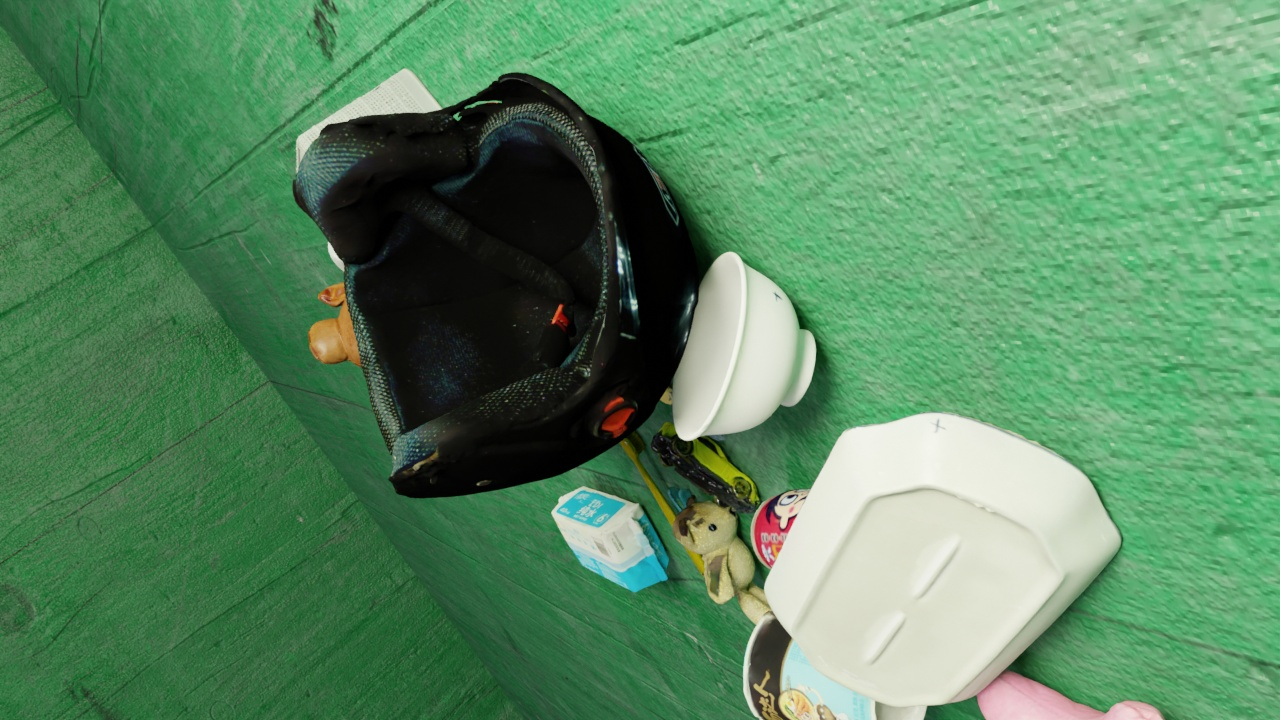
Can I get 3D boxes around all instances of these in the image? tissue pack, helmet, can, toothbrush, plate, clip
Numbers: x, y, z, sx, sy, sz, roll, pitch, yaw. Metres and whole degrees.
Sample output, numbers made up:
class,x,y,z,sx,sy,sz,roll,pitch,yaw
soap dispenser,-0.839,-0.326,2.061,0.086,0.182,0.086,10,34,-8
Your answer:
class,x,y,z,sx,sy,sz,roll,pitch,yaw
tissue pack,-0.032,0.195,1.022,0.140,0.063,0.090,7,130,54
helmet,-0.075,-0.043,0.580,0.276,0.229,0.233,-37,68,35
can,0.129,0.125,0.659,0.066,0.066,0.094,54,155,-8
toothbrush,0.030,0.146,0.911,0.016,0.016,0.190,7,133,54
plate,0.165,0.138,0.554,0.162,0.034,0.266,24,136,9
clip,0.048,0.144,0.880,0.056,0.014,0.040,56,155,-15

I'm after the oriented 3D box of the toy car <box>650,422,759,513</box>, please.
class,x,y,z,sx,sy,sz,roll,pitch,yaw
toy car,0.057,0.089,0.770,0.105,0.032,0.048,38,155,-1

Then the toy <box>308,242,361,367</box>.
class,x,y,z,sx,sy,sz,roll,pitch,yaw
toy,-0.252,-0.087,0.877,0.140,0.199,0.130,12,180,23

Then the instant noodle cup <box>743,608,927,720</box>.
class,x,y,z,sx,sy,sz,roll,pitch,yaw
instant noodle cup,0.164,0.261,0.753,0.121,0.111,0.111,-4,123,51

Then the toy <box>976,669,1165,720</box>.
class,x,y,z,sx,sy,sz,roll,pitch,yaw
toy,0.285,0.260,0.582,0.178,0.074,0.195,43,151,24

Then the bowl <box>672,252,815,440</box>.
class,x,y,z,sx,sy,sz,roll,pitch,yaw
bowl,0.069,-0.002,0.568,0.064,0.118,0.118,13,158,-12

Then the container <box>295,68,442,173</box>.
class,x,y,z,sx,sy,sz,roll,pitch,yaw
container,-0.220,-0.168,0.773,0.090,0.114,0.090,51,155,0

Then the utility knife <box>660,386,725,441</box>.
class,x,y,z,sx,sy,sz,roll,pitch,yaw
utility knife,-0.005,0.005,0.780,0.207,0.021,0.031,35,157,21

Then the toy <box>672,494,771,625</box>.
class,x,y,z,sx,sy,sz,roll,pitch,yaw
toy,0.090,0.191,0.832,0.157,0.066,0.105,50,-163,-9
